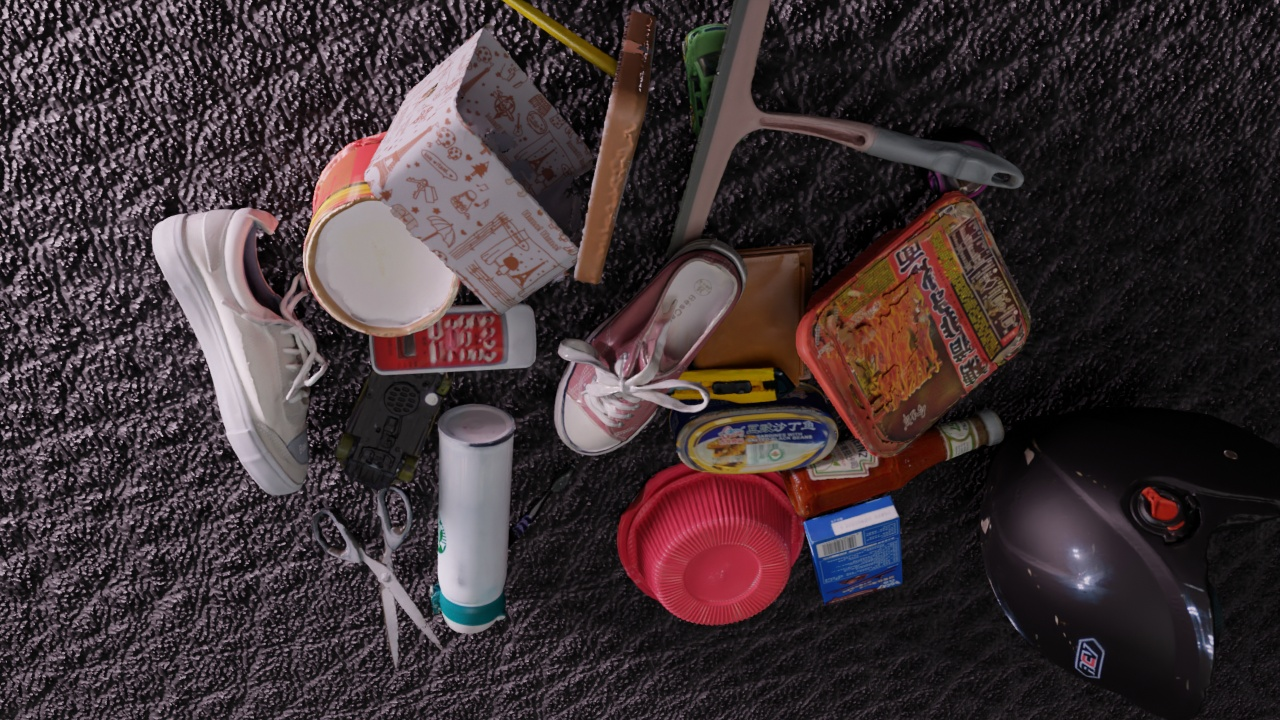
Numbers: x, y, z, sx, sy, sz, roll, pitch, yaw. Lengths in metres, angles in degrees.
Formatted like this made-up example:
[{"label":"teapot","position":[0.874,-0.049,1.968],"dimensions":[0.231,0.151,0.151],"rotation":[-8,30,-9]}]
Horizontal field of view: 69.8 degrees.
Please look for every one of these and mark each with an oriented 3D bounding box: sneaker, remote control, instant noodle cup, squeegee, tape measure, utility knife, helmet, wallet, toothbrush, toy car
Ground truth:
[{"label":"sneaker","position":[-0.004,0.004,0.745],"dimensions":[0.118,0.087,0.242],"rotation":[39,123,-4]},{"label":"remote control","position":[-0.154,-0.018,0.761],"dimensions":[0.136,0.020,0.056],"rotation":[-2,95,-13]},{"label":"instant noodle cup","position":[0.217,-0.029,0.761],"dimensions":[0.188,0.079,0.164],"rotation":[-40,117,-7]},{"label":"instant noodle cup","position":[-0.186,-0.087,0.688],"dimensions":[0.138,0.108,0.138],"rotation":[-2,120,-4]},{"label":"squeegee","position":[0.165,-0.163,0.686],"dimensions":[0.249,0.040,0.248],"rotation":[10,130,-6]},{"label":"tape measure","position":[0.254,-0.156,0.734],"dimensions":[0.057,0.039,0.058],"rotation":[-41,115,16]},{"label":"utility knife","position":[0.052,0.024,0.801],"dimensions":[0.165,0.015,0.033],"rotation":[-3,118,19]},{"label":"helmet","position":[0.417,0.166,0.805],"dimensions":[0.230,0.273,0.234],"rotation":[8,135,21]},{"label":"wallet","position":[0.103,-0.034,0.789],"dimensions":[0.119,0.035,0.131],"rotation":[-6,120,-2]},{"label":"toothbrush","position":[-0.119,0.165,0.889],"dimensions":[0.014,0.016,0.189],"rotation":[34,112,-15]},{"label":"toothbrush","position":[-0.086,-0.259,0.656],"dimensions":[0.190,0.015,0.017],"rotation":[30,105,-20]},{"label":"sneaker","position":[-0.297,-0.007,0.739],"dimensions":[0.090,0.089,0.242],"rotation":[-13,113,-4]},{"label":"toy car","position":[-0.209,0.041,0.793],"dimensions":[0.070,0.042,0.158],"rotation":[24,103,-17]},{"label":"toy car","position":[0.057,-0.205,0.690],"dimensions":[0.043,0.036,0.091],"rotation":[-10,116,1]},{"label":"instant noodle cup","position":[0.074,0.189,0.893],"dimensions":[0.194,0.065,0.194],"rotation":[-2,119,-4]}]

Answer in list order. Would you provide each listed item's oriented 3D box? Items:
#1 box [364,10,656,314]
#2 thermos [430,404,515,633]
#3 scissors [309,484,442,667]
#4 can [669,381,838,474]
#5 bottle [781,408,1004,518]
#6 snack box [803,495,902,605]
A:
[{"label":"box","position":[-0.053,-0.150,0.613],"dimensions":[0.181,0.182,0.153],"rotation":[-34,120,21]},{"label":"thermos","position":[-0.156,0.153,0.845],"dimensions":[0.073,0.073,0.225],"rotation":[3,117,-8]},{"label":"scissors","position":[-0.241,0.197,0.860],"dimensions":[0.159,0.014,0.175],"rotation":[23,96,2]},{"label":"can","position":[0.102,0.061,0.833],"dimensions":[0.148,0.049,0.075],"rotation":[-3,119,-4]},{"label":"bottle","position":[0.237,0.091,0.860],"dimensions":[0.206,0.059,0.060],"rotation":[-18,119,-1]},{"label":"snack box","position":[0.211,0.190,0.899],"dimensions":[0.084,0.026,0.157],"rotation":[-18,141,4]}]
